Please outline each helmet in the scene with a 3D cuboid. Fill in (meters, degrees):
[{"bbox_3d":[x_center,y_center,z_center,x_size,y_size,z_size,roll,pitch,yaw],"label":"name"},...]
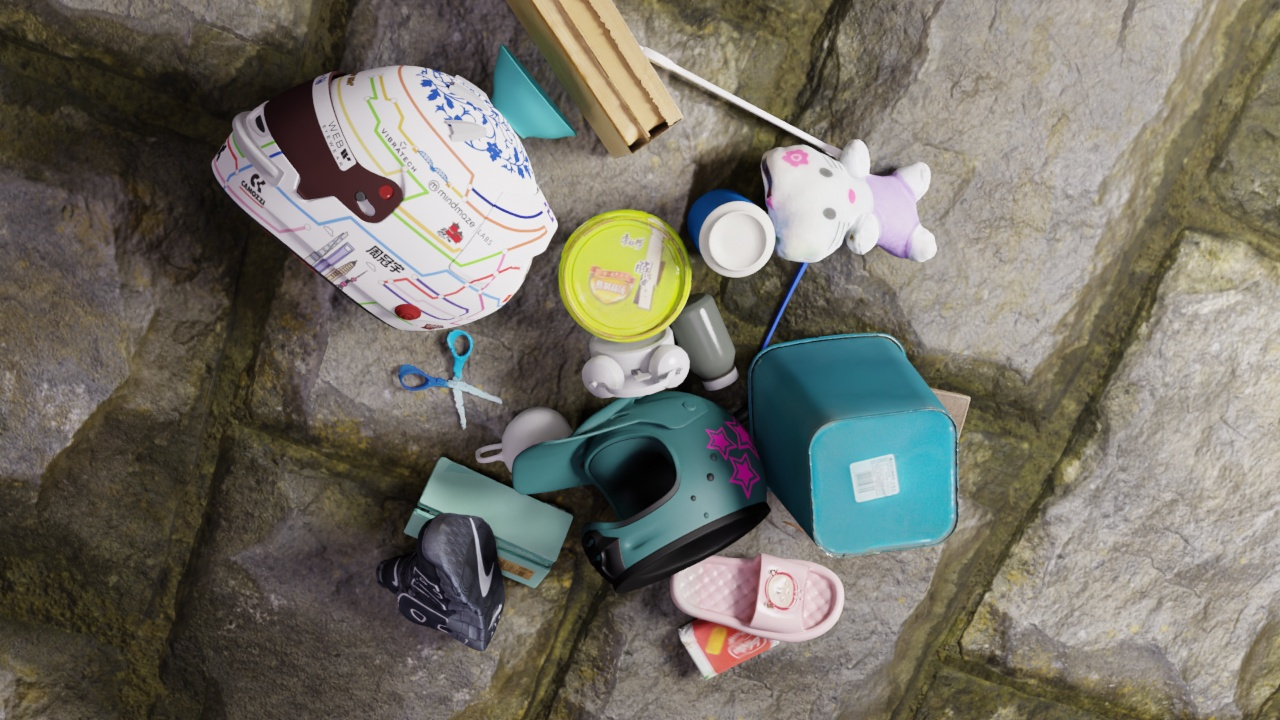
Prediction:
[{"bbox_3d":[-0.238,-0.181,0.931,0.236,0.230,0.314,-43,110,14],"label":"helmet"},{"bbox_3d":[0.007,0.133,1.042,0.274,0.200,0.177,-15,153,-36],"label":"helmet"}]

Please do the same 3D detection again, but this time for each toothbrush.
[{"bbox_3d":[0.185,-0.094,1.093,0.011,0.016,0.187,19,107,-10],"label":"toothbrush"}]

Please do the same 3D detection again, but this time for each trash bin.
[{"bbox_3d":[0.235,0.094,1.010,0.196,0.218,0.199,-7,106,-1],"label":"trash bin"}]

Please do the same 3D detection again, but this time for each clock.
[{"bbox_3d":[-0.006,0.006,1.040,0.120,0.159,0.061,-9,115,0],"label":"clock"}]

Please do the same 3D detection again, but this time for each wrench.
[{"bbox_3d":[0.113,-0.285,1.018,0.273,0.047,0.009,24,103,-12],"label":"wrench"}]

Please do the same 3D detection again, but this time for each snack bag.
[{"bbox_3d":[0.116,0.365,1.216,0.116,0.036,0.077,-28,106,6],"label":"snack bag"}]

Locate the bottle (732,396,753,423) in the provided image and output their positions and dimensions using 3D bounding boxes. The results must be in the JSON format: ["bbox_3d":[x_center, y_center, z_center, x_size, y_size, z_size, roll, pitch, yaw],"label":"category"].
[{"bbox_3d":[0.155,0.048,1.124,0.123,0.033,0.033,-34,105,8],"label":"bottle"}]

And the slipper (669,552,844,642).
[{"bbox_3d":[0.147,0.296,1.166,0.221,0.056,0.106,6,64,3],"label":"slipper"}]

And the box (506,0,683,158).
[{"bbox_3d":[-0.062,-0.332,0.949,0.092,0.128,0.249,-34,106,6],"label":"box"}]

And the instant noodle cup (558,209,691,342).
[{"bbox_3d":[-0.018,-0.100,1.037,0.146,0.097,0.146,-1,105,-2],"label":"instant noodle cup"}]

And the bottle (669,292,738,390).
[{"bbox_3d":[0.076,-0.022,1.085,0.060,0.060,0.108,-24,106,4],"label":"bottle"}]

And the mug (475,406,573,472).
[{"bbox_3d":[-0.139,0.106,1.104,0.124,0.076,0.090,-10,107,0],"label":"mug"}]

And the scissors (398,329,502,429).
[{"bbox_3d":[-0.233,0.026,1.110,0.127,0.014,0.127,-10,111,-4],"label":"scissors"}]

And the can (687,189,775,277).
[{"bbox_3d":[0.096,-0.142,1.004,0.079,0.146,0.079,-1,107,-3],"label":"can"}]

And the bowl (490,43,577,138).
[{"bbox_3d":[-0.123,-0.270,0.968,0.046,0.121,0.121,-39,105,8],"label":"bowl"}]

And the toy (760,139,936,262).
[{"bbox_3d":[0.225,-0.172,1.014,0.209,0.086,0.137,1,82,-22],"label":"toy"}]

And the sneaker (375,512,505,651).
[{"bbox_3d":[-0.256,0.252,1.107,0.151,0.097,0.253,8,139,11],"label":"sneaker"}]

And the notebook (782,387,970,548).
[{"bbox_3d":[0.295,0.128,1.154,0.190,0.034,0.216,10,106,-5],"label":"notebook"}]

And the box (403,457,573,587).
[{"bbox_3d":[-0.191,0.207,1.157,0.187,0.078,0.113,24,133,-8],"label":"box"}]
